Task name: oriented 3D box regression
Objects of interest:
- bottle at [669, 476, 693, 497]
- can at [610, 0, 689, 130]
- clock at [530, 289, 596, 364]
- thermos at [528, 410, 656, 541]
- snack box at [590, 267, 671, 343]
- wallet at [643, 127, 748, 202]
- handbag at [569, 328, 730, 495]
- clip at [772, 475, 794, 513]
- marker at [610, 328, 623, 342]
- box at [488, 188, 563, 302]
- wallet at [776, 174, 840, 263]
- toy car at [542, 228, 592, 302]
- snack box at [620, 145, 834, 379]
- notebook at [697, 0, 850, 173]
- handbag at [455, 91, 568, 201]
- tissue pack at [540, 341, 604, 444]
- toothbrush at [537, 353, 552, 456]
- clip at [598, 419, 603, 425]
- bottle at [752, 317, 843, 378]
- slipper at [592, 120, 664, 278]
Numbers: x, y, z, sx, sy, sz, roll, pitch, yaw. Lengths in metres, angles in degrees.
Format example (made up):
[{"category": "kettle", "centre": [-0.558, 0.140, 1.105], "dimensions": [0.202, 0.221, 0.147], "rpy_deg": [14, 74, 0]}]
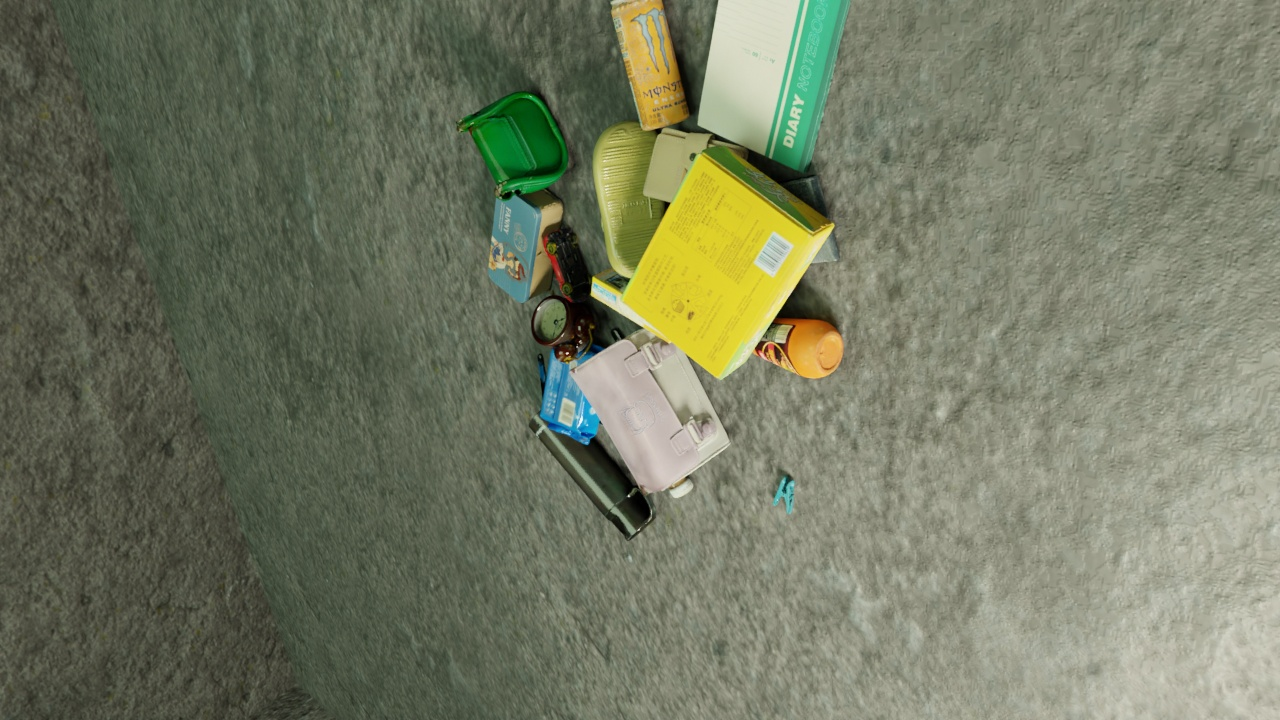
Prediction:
[{"category": "bottle", "centre": [0.009, 0.104, 1.320], "dimensions": [0.060, 0.059, 0.206], "rpy_deg": [-26, 98, 51]}, {"category": "can", "centre": [0.011, -0.339, 1.040], "dimensions": [0.058, 0.058, 0.146], "rpy_deg": [3, 115, 46]}, {"category": "clock", "centre": [-0.106, -0.045, 1.318], "dimensions": [0.082, 0.055, 0.122], "rpy_deg": [-54, 52, 13]}, {"category": "thermos", "centre": [-0.069, 0.164, 1.436], "dimensions": [0.242, 0.068, 0.090], "rpy_deg": [47, 125, 12]}, {"category": "snack box", "centre": [0.015, -0.080, 1.174], "dimensions": [0.140, 0.086, 0.034], "rpy_deg": [34, 134, 28]}, {"category": "wallet", "centre": [0.063, -0.220, 1.060], "dimensions": [0.115, 0.024, 0.087], "rpy_deg": [20, 103, 27]}, {"category": "handbag", "centre": [0.015, 0.060, 1.216], "dimensions": [0.099, 0.144, 0.197], "rpy_deg": [-24, 96, 53]}, {"category": "clip", "centre": [0.190, 0.175, 1.206], "dimensions": [0.039, 0.013, 0.056], "rpy_deg": [28, 131, 32]}, {"category": "marker", "centre": [-0.008, 0.008, 1.309], "dimensions": [0.124, 0.015, 0.018], "rpy_deg": [58, 142, 4]}, {"category": "box", "centre": [-0.167, -0.178, 1.329], "dimensions": [0.090, 0.059, 0.185], "rpy_deg": [36, 137, 25]}, {"category": "wallet", "centre": [0.162, -0.152, 1.030], "dimensions": [0.121, 0.019, 0.097], "rpy_deg": [-1, 113, 49]}, {"category": "toy car", "centre": [-0.103, -0.132, 1.295], "dimensions": [0.031, 0.049, 0.106], "rpy_deg": [-9, 107, 49]}, {"category": "snack box", "centre": [0.091, -0.108, 1.022], "dimensions": [0.157, 0.069, 0.211], "rpy_deg": [39, 124, 14]}, {"category": "notebook", "centre": [0.136, -0.318, 0.960], "dimensions": [0.150, 0.012, 0.210], "rpy_deg": [32, 133, 28]}, {"category": "handbag", "centre": [-0.167, -0.282, 1.217], "dimensions": [0.068, 0.120, 0.131], "rpy_deg": [-22, 99, 56]}, {"category": "tissue pack", "centre": [-0.095, 0.040, 1.374], "dimensions": [0.095, 0.052, 0.157], "rpy_deg": [22, 106, 39]}, {"category": "toothbrush", "centre": [-0.155, 0.076, 1.507], "dimensions": [0.014, 0.016, 0.190], "rpy_deg": [13, 121, 33]}, {"category": "clip", "centre": [-0.037, 0.095, 1.386], "dimensions": [0.058, 0.027, 0.045], "rpy_deg": [31, 151, 18]}, {"category": "bottle", "centre": [0.164, -0.023, 1.077], "dimensions": [0.150, 0.066, 0.067], "rpy_deg": [17, 125, 48]}, {"category": "slipper", "centre": [-0.019, -0.197, 1.135], "dimensions": [0.082, 0.091, 0.190], "rpy_deg": [-153, 56, -66]}]
